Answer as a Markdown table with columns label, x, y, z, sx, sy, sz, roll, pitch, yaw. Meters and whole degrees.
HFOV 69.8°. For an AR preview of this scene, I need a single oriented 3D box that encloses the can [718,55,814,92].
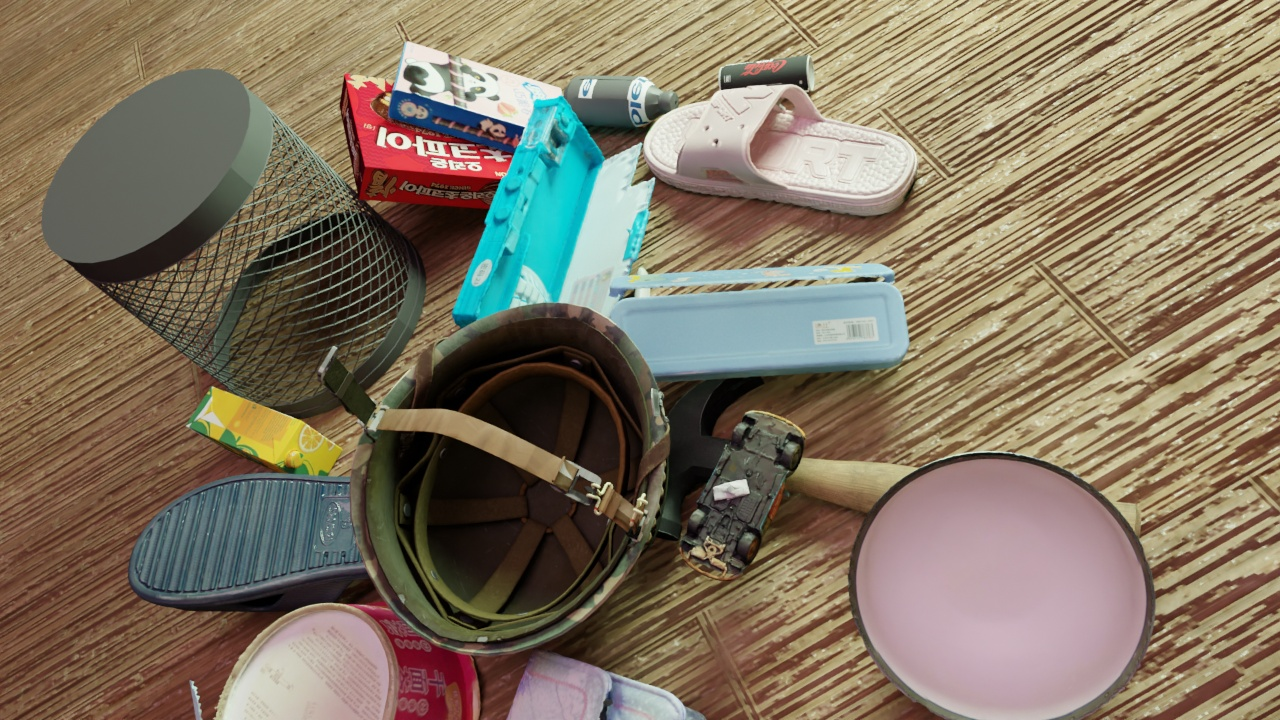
| label | x | y | z | sx | sy | sz | roll | pitch | yaw |
| --- | --- | --- | --- | --- | --- | --- | --- | --- | --- |
| can | 0.112 | -0.251 | 0.818 | 0.081 | 0.031 | 0.031 | 0 | 61 | 21 |

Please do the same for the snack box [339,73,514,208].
| label | x | y | z | sx | sy | sz | roll | pitch | yaw |
| --- | --- | --- | --- | --- | --- | --- | --- | --- | --- |
| snack box | -0.189 | -0.201 | 0.848 | 0.151 | 0.036 | 0.132 | -1 | 50 | -28 |

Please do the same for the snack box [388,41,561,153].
| label | x | y | z | sx | sy | sz | roll | pitch | yaw |
| --- | --- | --- | --- | --- | --- | --- | --- | --- | --- |
| snack box | -0.149 | -0.240 | 0.852 | 0.154 | 0.033 | 0.087 | 13 | 45 | -16 |

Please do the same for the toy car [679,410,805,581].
| label | x | y | z | sx | sy | sz | roll | pitch | yaw |
| --- | --- | --- | --- | --- | --- | --- | --- | --- | --- |
| toy car | 0.068 | 0.090 | 0.591 | 0.047 | 0.047 | 0.111 | 23 | 76 | 25 |

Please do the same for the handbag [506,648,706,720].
| label | x | y | z | sx | sy | sz | roll | pitch | yaw |
| --- | --- | --- | --- | --- | --- | --- | --- | --- | --- |
| handbag | -0.042 | 0.268 | 0.557 | 0.127 | 0.069 | 0.158 | 10 | 68 | 28 |

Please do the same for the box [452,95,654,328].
| label | x | y | z | sx | sy | sz | roll | pitch | yaw |
| --- | --- | --- | --- | --- | --- | --- | --- | --- | --- |
| box | -0.052 | -0.107 | 0.757 | 0.117 | 0.097 | 0.226 | 2 | 62 | 28 |

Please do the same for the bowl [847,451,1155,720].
| label | x | y | z | sx | sy | sz | roll | pitch | yaw |
| --- | --- | --- | --- | --- | --- | --- | --- | --- | --- |
| bowl | 0.200 | 0.123 | 0.522 | 0.154 | 0.072 | 0.153 | 1 | 93 | 20 |

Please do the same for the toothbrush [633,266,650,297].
| label | x | y | z | sx | sy | sz | roll | pitch | yaw |
| --- | --- | --- | --- | --- | --- | --- | --- | --- | --- |
| toothbrush | -0.004 | 0.004 | 0.726 | 0.017 | 0.016 | 0.188 | -12 | 57 | 26 |

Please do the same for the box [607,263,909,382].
| label | x | y | z | sx | sy | sz | roll | pitch | yaw |
| --- | --- | --- | --- | --- | --- | --- | --- | --- | --- |
| box | 0.080 | -0.040 | 0.660 | 0.209 | 0.047 | 0.121 | -3 | 45 | 4 |

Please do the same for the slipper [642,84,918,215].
| label | x | y | z | sx | sy | sz | roll | pitch | yaw |
| --- | --- | --- | --- | --- | --- | --- | --- | --- | --- |
| slipper | 0.109 | -0.183 | 0.761 | 0.239 | 0.064 | 0.094 | 18 | 69 | 27 |

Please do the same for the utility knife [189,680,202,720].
| label | x | y | z | sx | sy | sz | roll | pitch | yaw |
| --- | --- | --- | --- | --- | --- | --- | --- | --- | --- |
| utility knife | -0.272 | 0.322 | 0.597 | 0.031 | 0.019 | 0.227 | -32 | 67 | 47 |

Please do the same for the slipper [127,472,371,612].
| label | x | y | z | sx | sy | sz | roll | pitch | yaw |
| --- | --- | --- | --- | --- | --- | --- | --- | --- | --- |
| slipper | -0.246 | 0.143 | 0.708 | 0.263 | 0.083 | 0.101 | -5 | 58 | -4 |

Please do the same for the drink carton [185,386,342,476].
| label | x | y | z | sx | sy | sz | roll | pitch | yaw |
| --- | --- | --- | --- | --- | --- | --- | --- | --- | --- |
| drink carton | -0.320 | 0.067 | 0.785 | 0.123 | 0.058 | 0.041 | 16 | 68 | 28 |

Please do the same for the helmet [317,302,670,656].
| label | x | y | z | sx | sy | sz | roll | pitch | yaw |
| --- | --- | --- | --- | --- | --- | --- | --- | --- | --- |
| helmet | -0.078 | 0.068 | 0.577 | 0.193 | 0.236 | 0.224 | 21 | 89 | 11 |

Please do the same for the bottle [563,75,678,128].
| label | x | y | z | sx | sy | sz | roll | pitch | yaw |
| --- | --- | --- | --- | --- | --- | --- | --- | --- | --- |
| bottle | -0.018 | -0.241 | 0.854 | 0.112 | 0.047 | 0.046 | 10 | 66 | 26 |

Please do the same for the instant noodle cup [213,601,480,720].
| label | x | y | z | sx | sy | sz | roll | pitch | yaw |
| --- | --- | --- | --- | --- | --- | --- | --- | --- | --- |
| instant noodle cup | -0.210 | 0.244 | 0.629 | 0.179 | 0.078 | 0.178 | -10 | 58 | 16 |

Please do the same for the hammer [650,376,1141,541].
| label | x | y | z | sx | sy | sz | roll | pitch | yaw |
| --- | --- | --- | --- | --- | --- | --- | --- | --- | --- |
| hammer | 0.158 | 0.080 | 0.608 | 0.306 | 0.040 | 0.132 | 8 | 68 | 24 |

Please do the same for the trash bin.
| label | x | y | z | sx | sy | sz | roll | pitch | yaw |
| --- | --- | --- | --- | --- | --- | --- | --- | --- | --- |
| trash bin | -0.338 | -0.096 | 0.784 | 0.218 | 0.227 | 0.217 | -10 | 58 | 16 |
